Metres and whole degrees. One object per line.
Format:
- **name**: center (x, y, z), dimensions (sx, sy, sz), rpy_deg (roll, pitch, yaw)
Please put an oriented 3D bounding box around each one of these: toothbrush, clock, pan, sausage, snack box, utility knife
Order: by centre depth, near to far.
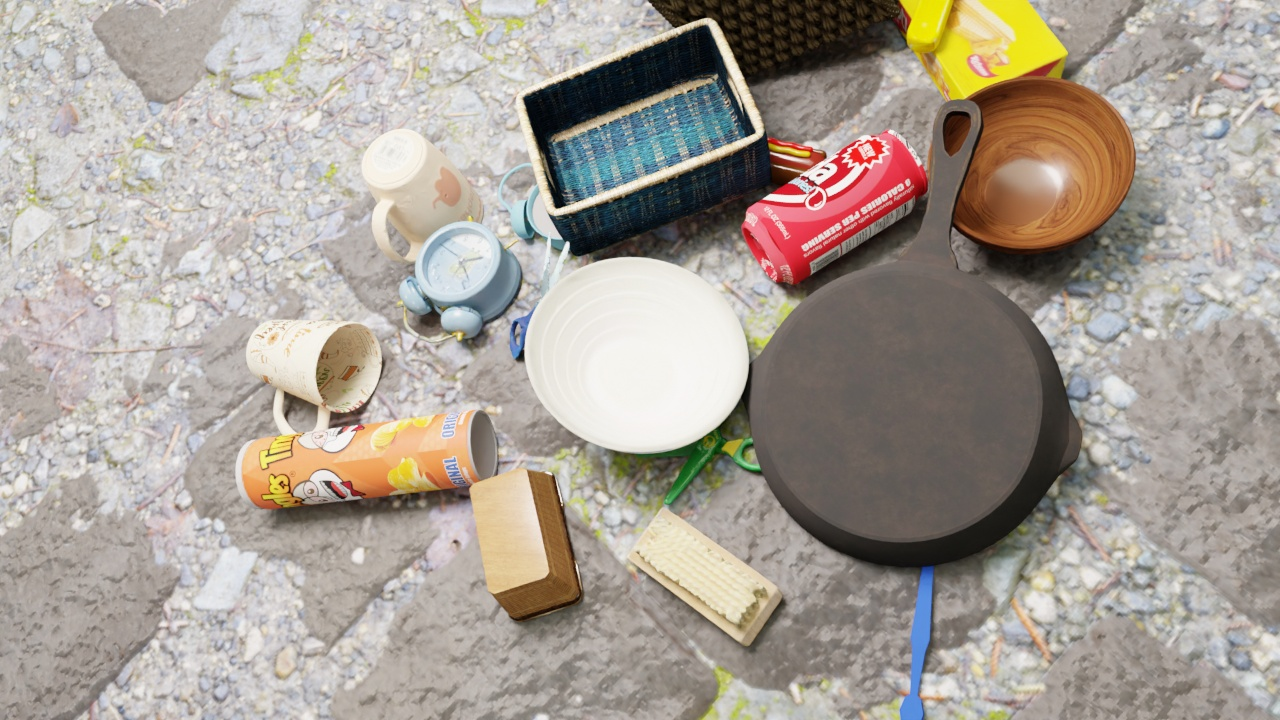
- **toothbrush**: center (0.202, 0.173, 0.655), dimensions (0.016, 0.011, 0.186), rpy_deg (7, 70, 17)
- **pan**: center (0.201, -0.028, 0.674), dimensions (0.249, 0.043, 0.355), rpy_deg (11, 84, 22)
- **utility knife**: center (0.269, -0.343, 0.805), dimensions (0.029, 0.020, 0.171), rpy_deg (17, 74, 19)
- **sausage**: center (0.092, -0.185, 0.821), dimensions (0.156, 0.040, 0.040), rpy_deg (17, 73, 21)
- **snack box**: center (0.286, -0.310, 0.822), dimensions (0.092, 0.042, 0.200), rpy_deg (-23, 64, 4)
- **clock**: center (-0.166, -0.070, 0.833), dimensions (0.089, 0.052, 0.124), rpy_deg (29, 77, 22)
- **clock**: center (-0.081, -0.147, 0.849), dimensions (0.123, 0.042, 0.087), rpy_deg (30, 78, 22)

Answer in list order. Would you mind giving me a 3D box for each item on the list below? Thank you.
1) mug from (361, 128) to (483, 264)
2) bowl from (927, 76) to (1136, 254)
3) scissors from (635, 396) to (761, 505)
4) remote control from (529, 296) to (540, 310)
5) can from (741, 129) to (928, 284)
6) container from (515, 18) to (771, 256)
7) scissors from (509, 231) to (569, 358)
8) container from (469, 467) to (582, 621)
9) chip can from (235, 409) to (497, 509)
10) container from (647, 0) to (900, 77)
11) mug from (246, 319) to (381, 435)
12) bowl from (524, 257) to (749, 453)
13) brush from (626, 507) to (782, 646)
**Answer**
- **mug**: center (-0.210, -0.146, 0.848), dimensions (0.085, 0.104, 0.111), rpy_deg (12, 70, 20)
- **bowl**: center (0.305, -0.143, 0.729), dimensions (0.147, 0.069, 0.147), rpy_deg (-5, 71, 15)
- **scissors**: center (0.055, 0.059, 0.742), dimensions (0.129, 0.012, 0.119), rpy_deg (-8, 65, 10)
- **remote control**: center (-0.050, -0.008, 0.797), dimensions (0.058, 0.013, 0.133), rpy_deg (-26, 64, 3)
- **can**: center (0.159, -0.126, 0.759), dimensions (0.142, 0.074, 0.074), rpy_deg (-32, 63, 0)
- **container**: center (0.002, -0.189, 0.783), dimensions (0.187, 0.071, 0.145), rpy_deg (-20, 62, 5)
- **scissors**: center (-0.090, -0.052, 0.785), dimensions (0.086, 0.015, 0.135), rpy_deg (23, 115, 44)
- **container**: center (-0.093, 0.139, 0.719), dimensions (0.063, 0.061, 0.113), rpy_deg (-19, 64, 6)
- **chip can**: center (-0.231, 0.085, 0.778), dimensions (0.210, 0.062, 0.062), rpy_deg (-8, 66, 11)
- **container**: center (0.046, -0.388, 0.765), dimensions (0.205, 0.320, 0.176), rpy_deg (-22, 61, 29)
- **mug**: center (-0.301, 0.019, 0.830), dimensions (0.097, 0.081, 0.122), rpy_deg (10, 97, 26)
- **bowl**: center (-0.004, 0.004, 0.742), dimensions (0.176, 0.058, 0.176), rpy_deg (2, 61, -4)
- **brush**: center (0.045, 0.159, 0.687), dimensions (0.117, 0.039, 0.049), rpy_deg (33, 77, 23)
